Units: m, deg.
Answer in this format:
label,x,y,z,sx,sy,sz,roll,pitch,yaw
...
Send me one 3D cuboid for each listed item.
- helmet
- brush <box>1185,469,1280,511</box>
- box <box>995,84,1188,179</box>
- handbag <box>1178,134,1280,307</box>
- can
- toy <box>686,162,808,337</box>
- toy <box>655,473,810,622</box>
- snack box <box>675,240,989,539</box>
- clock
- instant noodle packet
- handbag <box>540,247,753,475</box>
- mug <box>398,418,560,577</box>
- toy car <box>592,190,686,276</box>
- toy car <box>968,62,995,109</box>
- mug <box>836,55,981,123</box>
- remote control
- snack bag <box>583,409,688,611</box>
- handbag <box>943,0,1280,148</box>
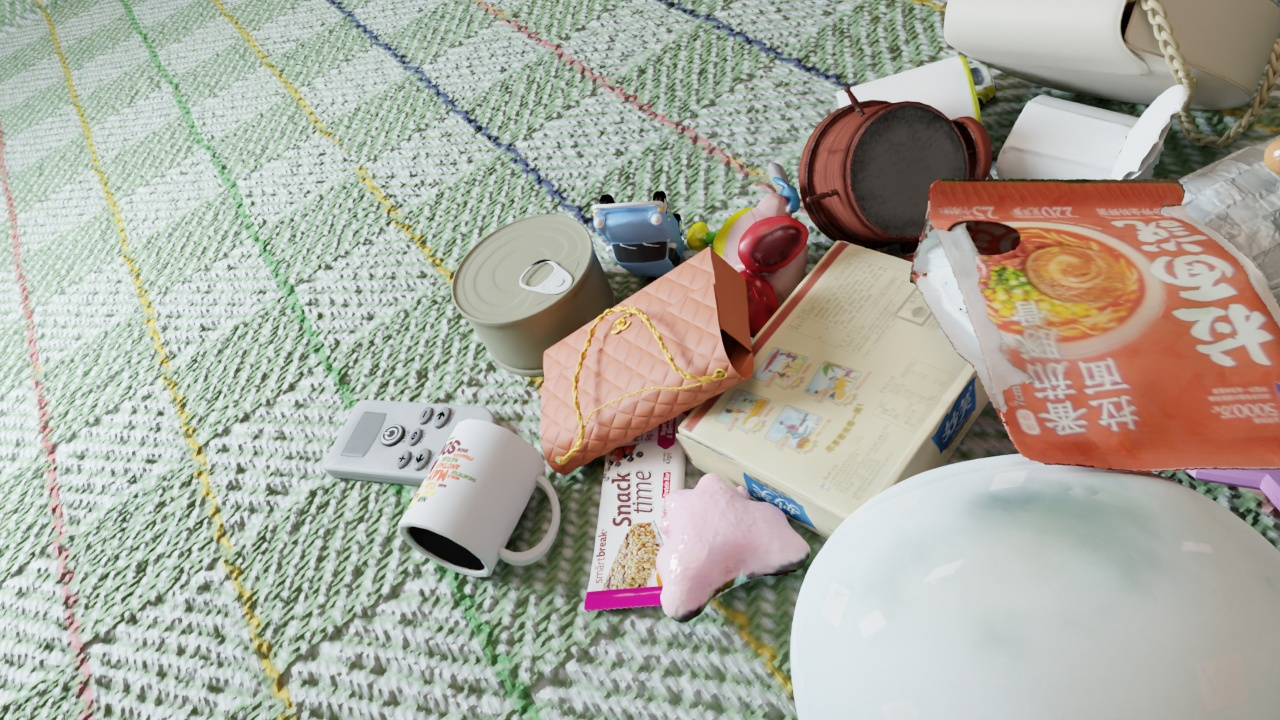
label,x,y,z,sx,sy,sz,roll,pitch,yaw
helmet,0.202,0.140,0.443,0.264,0.164,0.236,-9,49,14
brush,0.338,0.047,0.489,0.089,0.043,0.228,-2,26,8
box,0.328,-0.158,0.669,0.137,0.143,0.083,29,88,36
handbag,0.424,-0.103,0.590,0.171,0.123,0.112,-28,61,-1
can,-0.090,-0.057,0.797,0.128,0.073,0.127,-12,47,13
toy,0.086,-0.094,0.741,0.097,0.124,0.131,9,21,1
toy,0.049,0.117,0.602,0.102,0.050,0.093,-23,45,-10
snack box,0.149,0.019,0.643,0.153,0.055,0.207,26,64,37
clock,0.205,-0.141,0.715,0.072,0.157,0.120,-146,74,-74
instant noodle packet,0.261,-0.014,0.518,0.164,0.084,0.220,1,39,0
handbag,-0.004,0.004,0.675,0.172,0.060,0.108,-30,43,31
mug,-0.109,0.106,0.669,0.105,0.074,0.089,20,58,10
toy car,0.003,-0.102,0.763,0.056,0.153,0.054,-2,87,11
toy car,0.269,-0.243,0.839,0.105,0.033,0.048,-17,48,10
mug,0.229,-0.206,0.788,0.106,0.082,0.082,-13,47,13
remote control,-0.191,0.068,0.768,0.151,0.019,0.074,2,52,24
snack bag,0.001,0.089,0.672,0.070,0.016,0.196,-9,48,17
handbag,0.352,-0.242,0.697,0.211,0.208,0.103,32,111,51
